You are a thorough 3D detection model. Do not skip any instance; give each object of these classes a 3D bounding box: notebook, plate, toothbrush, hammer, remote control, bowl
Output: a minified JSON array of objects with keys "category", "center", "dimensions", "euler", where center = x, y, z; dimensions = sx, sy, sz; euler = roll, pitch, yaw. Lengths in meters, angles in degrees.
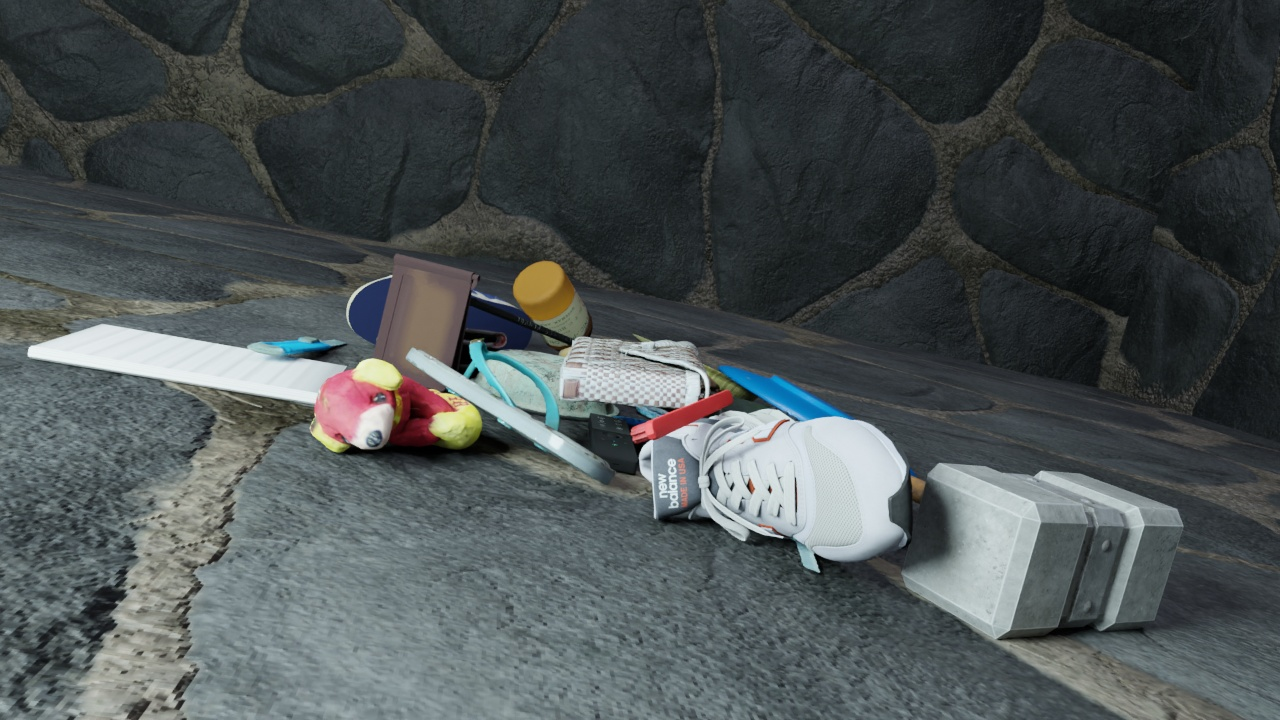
[{"category":"notebook","center":[-0.360,0.001,0.760],"dimensions":[0.209,0.009,0.142],"euler":[11,7,-12]},{"category":"plate","center":[0.182,0.053,0.926],"dimensions":[0.224,0.024,0.224],"euler":[29,4,-3]},{"category":"toothbrush","center":[0.032,0.037,0.630],"dimensions":[0.018,0.012,0.212],"euler":[-19,-3,18]},{"category":"hammer","center":[0.199,0.094,0.685],"dimensions":[0.162,0.083,0.318],"euler":[7,9,-31]},{"category":"remote control","center":[-0.025,0.068,0.781],"dimensions":[0.034,0.013,0.150],"euler":[11,8,-6]},{"category":"plate","center":[0.067,0.023,1.092],"dimensions":[0.184,0.036,0.184],"euler":[25,0,0]},{"category":"bowl","center":[-0.094,0.020,0.923],"dimensions":[0.157,0.038,0.157],"euler":[12,8,-2]},{"category":"hammer","center":[-0.085,-0.025,1.055],"dimensions":[0.095,0.015,0.324],"euler":[7,-8,31]}]

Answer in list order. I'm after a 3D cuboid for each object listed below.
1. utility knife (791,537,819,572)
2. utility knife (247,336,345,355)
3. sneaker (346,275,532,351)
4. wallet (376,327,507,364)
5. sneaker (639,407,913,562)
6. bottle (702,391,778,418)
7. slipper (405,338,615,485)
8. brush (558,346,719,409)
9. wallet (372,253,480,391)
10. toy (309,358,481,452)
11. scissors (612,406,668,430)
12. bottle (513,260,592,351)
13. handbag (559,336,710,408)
[{"category":"utility knife","center":[0.110,0.118,0.647],"dimensions":[0.022,0.015,0.166],"euler":[13,11,1]},{"category":"utility knife","center":[-0.326,-0.015,0.894],"dimensions":[0.031,0.015,0.221],"euler":[15,1,-3]},{"category":"sneaker","center":[-0.254,-0.064,1.087],"dimensions":[0.232,0.091,0.118],"euler":[6,14,-40]},{"category":"wallet","center":[-0.211,-0.017,0.959],"dimensions":[0.119,0.031,0.100],"euler":[6,-12,-23]},{"category":"sneaker","center":[0.069,0.080,0.603],"dimensions":[0.124,0.089,0.240],"euler":[-5,4,-13]},{"category":"bottle","center":[0.121,0.070,0.854],"dimensions":[0.174,0.055,0.055],"euler":[14,6,-34]},{"category":"slipper","center":[-0.108,0.023,0.728],"dimensions":[0.098,0.054,0.269],"euler":[36,-7,-39]},{"category":"brush","center":[-0.003,0.018,1.012],"dimensions":[0.196,0.059,0.043],"euler":[12,-6,24]},{"category":"wallet","center":[-0.204,-0.035,0.868],"dimensions":[0.091,0.115,0.018],"euler":[15,7,18]},{"category":"toy","center":[-0.174,0.032,0.644],"dimensions":[0.106,0.067,0.137],"euler":[18,3,23]},{"category":"scissors","center":[0.022,0.063,0.910],"dimensions":[0.139,0.011,0.134],"euler":[6,11,-38]},{"category":"bottle","center":[-0.099,-0.051,1.159],"dimensions":[0.068,0.067,0.157],"euler":[17,-27,33]},{"category":"handbag","center":[-0.005,0.005,0.820],"dimensions":[0.124,0.047,0.185],"euler":[3,9,-1]}]
